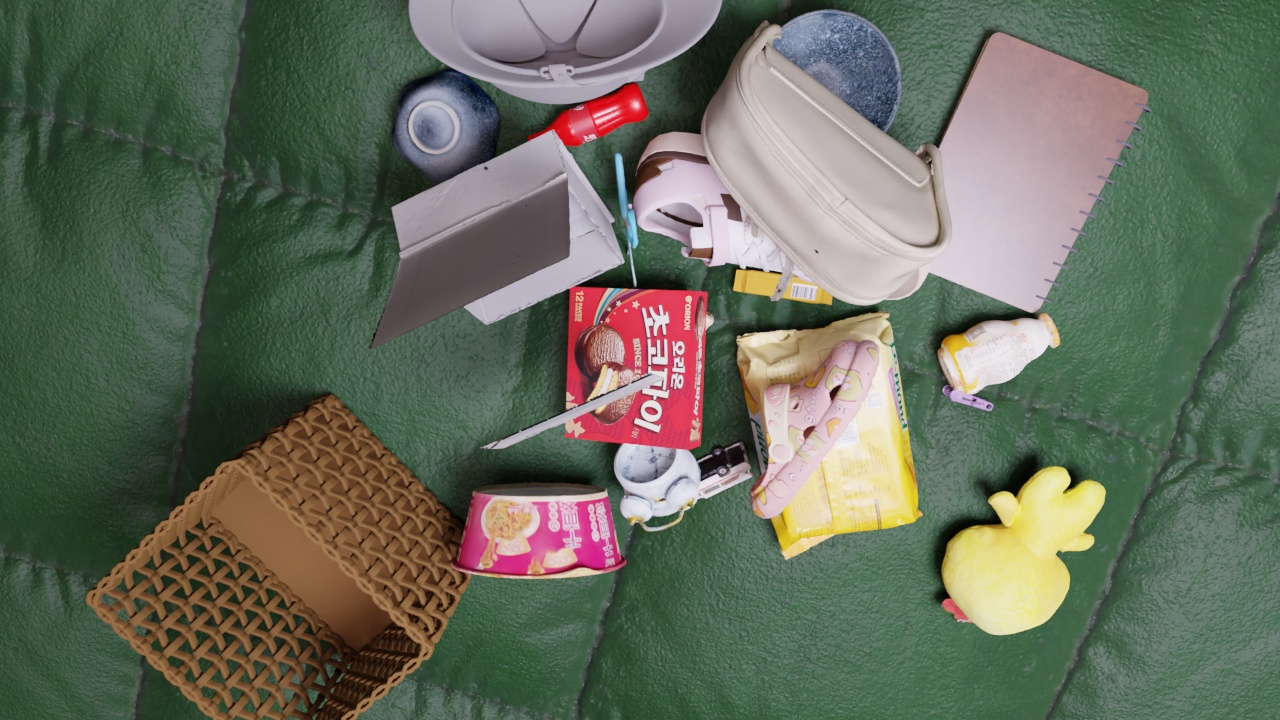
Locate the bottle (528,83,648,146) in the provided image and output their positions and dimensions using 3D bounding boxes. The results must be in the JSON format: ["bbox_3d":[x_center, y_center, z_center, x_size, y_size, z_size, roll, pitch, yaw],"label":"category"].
[{"bbox_3d":[-0.053,-0.232,0.892,0.119,0.036,0.036,-20,102,9],"label":"bottle"}]

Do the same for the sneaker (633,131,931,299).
[{"bbox_3d":[0.127,-0.113,0.849,0.294,0.116,0.112,24,143,-2],"label":"sneaker"}]

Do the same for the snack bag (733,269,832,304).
[{"bbox_3d":[0.145,-0.075,0.926,0.099,0.020,0.026,8,100,3],"label":"snack bag"}]

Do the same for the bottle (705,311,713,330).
[{"bbox_3d":[0.034,-0.007,0.941,0.044,0.044,0.109,27,104,-3],"label":"bottle"}]

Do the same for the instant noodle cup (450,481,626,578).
[{"bbox_3d":[-0.103,0.168,0.939,0.179,0.178,0.077,0,87,4],"label":"instant noodle cup"}]

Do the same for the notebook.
[{"bbox_3d":[0.363,-0.175,0.883,0.167,0.024,0.226,22,105,0],"label":"notebook"}]

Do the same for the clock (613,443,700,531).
[{"bbox_3d":[0.018,0.124,0.937,0.083,0.117,0.057,-19,136,10],"label":"clock"}]

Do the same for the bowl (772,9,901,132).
[{"bbox_3d":[0.170,-0.253,0.860,0.137,0.057,0.137,1,105,4],"label":"bowl"}]

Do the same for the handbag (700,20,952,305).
[{"bbox_3d":[0.148,-0.160,0.788,0.229,0.183,0.132,37,143,-5],"label":"handbag"}]

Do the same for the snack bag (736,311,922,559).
[{"bbox_3d":[0.196,0.078,0.937,0.160,0.068,0.247,-12,103,6],"label":"snack bag"}]

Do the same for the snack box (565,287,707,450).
[{"bbox_3d":[-0.005,0.005,0.915,0.133,0.035,0.152,4,94,23],"label":"snack box"}]

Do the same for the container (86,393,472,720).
[{"bbox_3d":[-0.340,0.215,0.936,0.220,0.214,0.251,-41,98,12],"label":"container"}]

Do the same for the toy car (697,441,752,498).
[{"bbox_3d":[0.066,0.128,0.977,0.113,0.039,0.039,-28,122,11],"label":"toy car"}]

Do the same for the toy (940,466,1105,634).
[{"bbox_3d":[0.392,0.202,0.943,0.134,0.092,0.208,25,102,-5],"label":"toy"}]

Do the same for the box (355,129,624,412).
[{"bbox_3d":[-0.113,-0.078,0.780,0.167,0.329,0.165,-24,114,10],"label":"box"}]

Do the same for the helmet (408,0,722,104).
[{"bbox_3d":[-0.065,-0.301,0.841,0.271,0.118,0.183,-3,73,-1],"label":"helmet"}]

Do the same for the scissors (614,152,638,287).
[{"bbox_3d":[-0.014,-0.139,0.875,0.015,0.135,0.129,-8,81,-8],"label":"scissors"}]

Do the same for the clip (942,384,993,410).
[{"bbox_3d":[0.336,0.039,0.939,0.051,0.032,0.013,20,104,-3],"label":"clip"}]

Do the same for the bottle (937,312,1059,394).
[{"bbox_3d":[0.353,-0.011,0.905,0.109,0.063,0.063,-24,101,10],"label":"bottle"}]

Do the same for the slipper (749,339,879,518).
[{"bbox_3d":[0.146,0.056,0.857,0.081,0.093,0.197,33,105,7],"label":"slipper"}]

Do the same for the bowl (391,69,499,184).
[{"bbox_3d":[-0.195,-0.227,0.895,0.110,0.055,0.110,1,105,3],"label":"bowl"}]
